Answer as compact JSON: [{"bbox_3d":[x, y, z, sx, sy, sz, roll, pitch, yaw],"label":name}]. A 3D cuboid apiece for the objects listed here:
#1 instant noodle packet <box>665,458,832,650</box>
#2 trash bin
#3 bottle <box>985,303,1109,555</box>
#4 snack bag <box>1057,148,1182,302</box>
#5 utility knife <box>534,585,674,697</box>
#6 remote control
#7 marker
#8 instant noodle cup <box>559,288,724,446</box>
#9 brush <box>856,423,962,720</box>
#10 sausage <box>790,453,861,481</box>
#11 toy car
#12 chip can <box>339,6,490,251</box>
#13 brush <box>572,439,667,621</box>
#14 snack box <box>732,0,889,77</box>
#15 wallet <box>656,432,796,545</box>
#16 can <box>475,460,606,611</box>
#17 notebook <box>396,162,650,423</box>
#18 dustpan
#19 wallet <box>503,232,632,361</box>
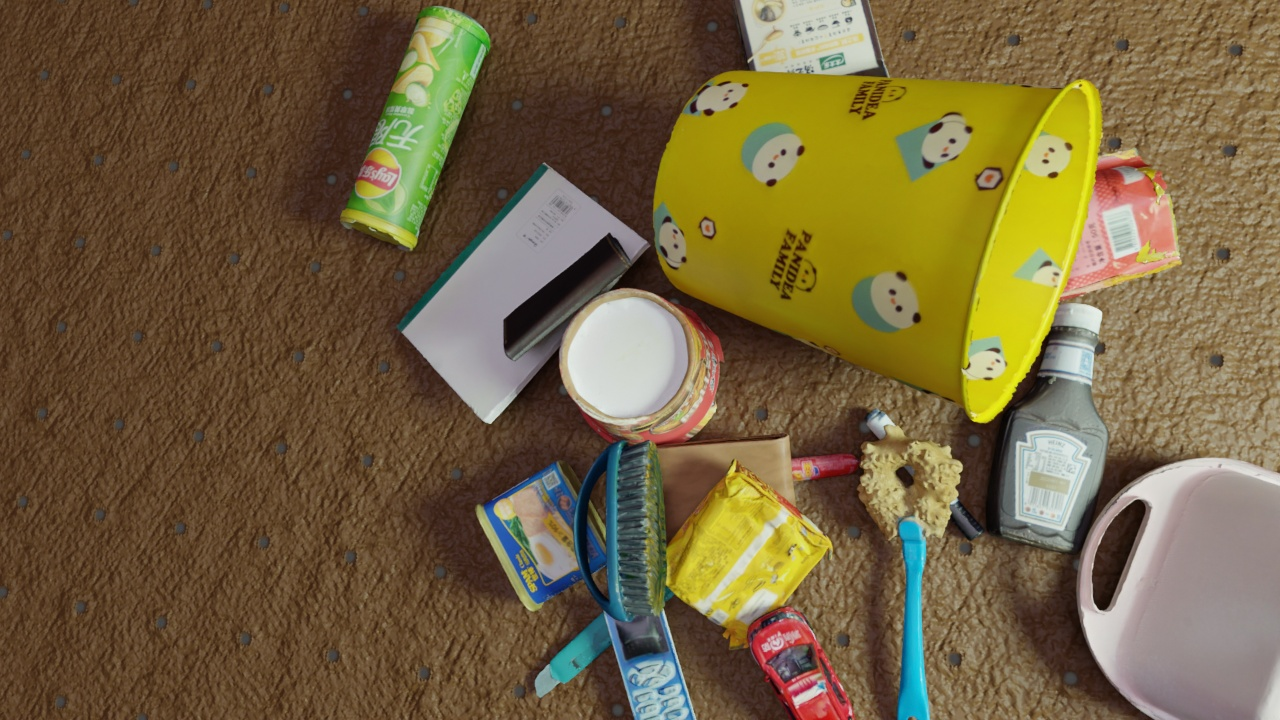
[{"bbox_3d":[0.078,0.159,0.741,0.111,0.044,0.129,39,107,3],"label":"instant noodle packet"},{"bbox_3d":[0.164,-0.102,0.673,0.255,0.229,0.229,20,85,33],"label":"trash bin"},{"bbox_3d":[0.330,0.052,0.730,0.080,0.044,0.194,13,83,8],"label":"bottle"},{"bbox_3d":[0.314,-0.098,0.748,0.208,0.073,0.128,-15,71,13],"label":"snack bag"},{"bbox_3d":[-0.026,0.228,0.782,0.171,0.013,0.029,-42,81,2],"label":"utility knife"},{"bbox_3d":[0.008,0.254,0.760,0.049,0.024,0.125,-17,86,3],"label":"remote control"},{"bbox_3d":[0.232,0.093,0.752,0.018,0.022,0.130,-41,78,8],"label":"marker"},{"bbox_3d":[-0.005,0.004,0.763,0.138,0.108,0.137,-2,81,10],"label":"instant noodle cup"},{"bbox_3d":[0.214,0.178,0.727,0.083,0.045,0.254,-1,88,23],"label":"brush"},{"bbox_3d":[0.111,0.093,0.775,0.156,0.020,0.020,-6,80,9],"label":"sausage"},{"bbox_3d":[0.128,0.250,0.720,0.053,0.045,0.120,-30,99,3],"label":"toy car"},{"bbox_3d":[-0.206,-0.217,0.851,0.072,0.072,0.221,19,85,12],"label":"chip can"},{"bbox_3d":[-0.018,0.133,0.727,0.074,0.055,0.143,-7,66,15],"label":"brush"},{"bbox_3d":[0.148,-0.277,0.807,0.113,0.053,0.125,-12,80,8],"label":"snack box"},{"bbox_3d":[0.072,0.115,0.766,0.115,0.020,0.101,-5,99,12],"label":"wallet"},{"bbox_3d":[-0.078,0.147,0.782,0.083,0.057,0.102,-31,78,2],"label":"can"},{"bbox_3d":[-0.111,-0.066,0.822,0.209,0.012,0.150,-48,60,0],"label":"notebook"},{"bbox_3d":[0.475,0.192,0.684,0.273,0.139,0.222,28,84,-22],"label":"dustpan"},{"bbox_3d":[-0.064,-0.056,0.751,0.122,0.096,0.020,-38,109,5],"label":"wallet"}]
